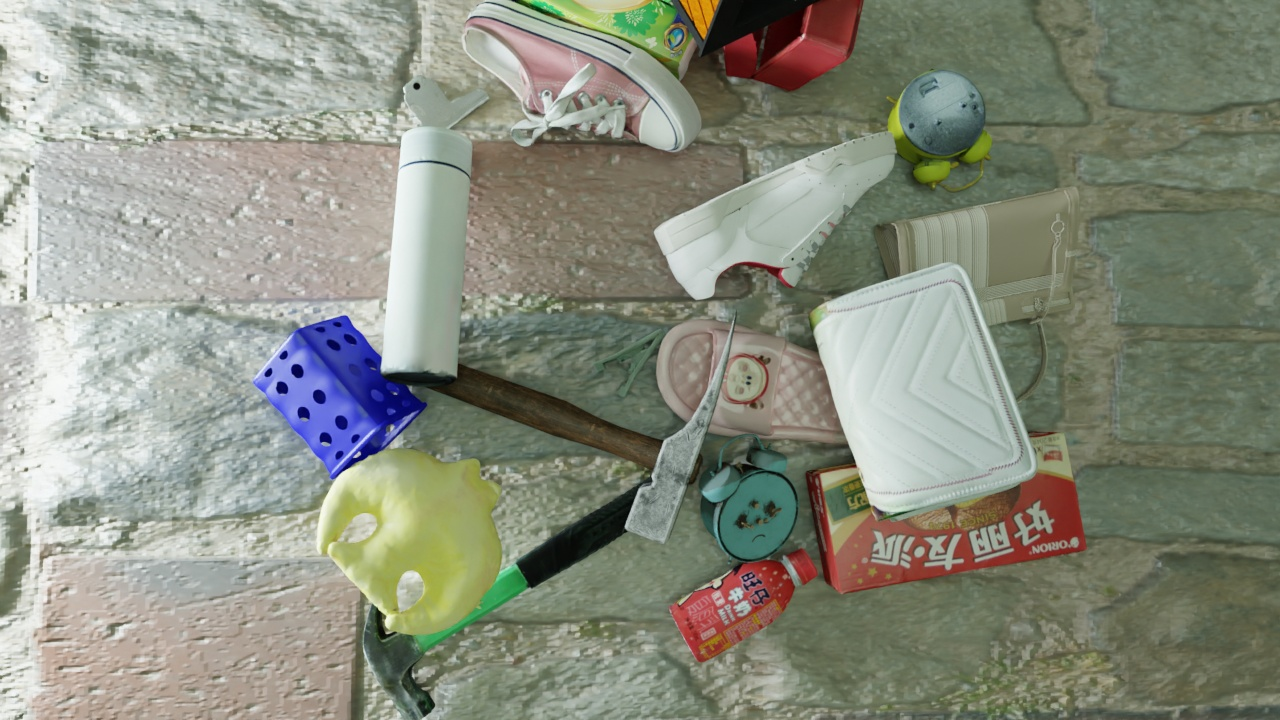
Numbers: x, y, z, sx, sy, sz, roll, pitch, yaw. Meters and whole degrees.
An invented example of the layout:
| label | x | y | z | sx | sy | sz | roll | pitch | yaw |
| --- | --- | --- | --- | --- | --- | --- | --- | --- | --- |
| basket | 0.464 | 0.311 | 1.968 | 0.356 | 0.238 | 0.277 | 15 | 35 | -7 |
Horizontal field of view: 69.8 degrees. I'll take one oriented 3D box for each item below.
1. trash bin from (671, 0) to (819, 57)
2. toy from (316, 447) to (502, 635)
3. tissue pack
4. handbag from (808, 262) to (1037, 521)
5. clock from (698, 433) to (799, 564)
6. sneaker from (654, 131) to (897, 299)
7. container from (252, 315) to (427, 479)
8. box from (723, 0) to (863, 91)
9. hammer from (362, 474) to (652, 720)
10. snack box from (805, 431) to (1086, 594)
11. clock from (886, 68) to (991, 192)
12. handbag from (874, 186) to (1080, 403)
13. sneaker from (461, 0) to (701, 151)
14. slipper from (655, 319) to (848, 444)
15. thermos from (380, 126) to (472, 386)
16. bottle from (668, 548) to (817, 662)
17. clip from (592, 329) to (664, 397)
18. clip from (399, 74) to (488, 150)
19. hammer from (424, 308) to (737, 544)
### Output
| label | x | y | z | sx | sy | sz | roll | pitch | yaw |
| --- | --- | --- | --- | --- | --- | --- | --- | --- | --- |
| trash bin | 0.075 | -0.365 | 0.698 | 0.139 | 0.140 | 0.172 | -29 | 84 | -12 |
| toy | -0.191 | 0.151 | 0.810 | 0.154 | 0.065 | 0.170 | -42 | 94 | -27 |
| tissue pack | -0.028 | -0.348 | 0.826 | 0.197 | 0.141 | 0.120 | 18 | 87 | -2 |
| handbag | 0.242 | 0.031 | 0.802 | 0.142 | 0.096 | 0.198 | -17 | 77 | 12 |
| clock | 0.096 | 0.124 | 0.840 | 0.090 | 0.053 | 0.124 | -20 | 110 | -23 |
| sneaker | 0.139 | -0.126 | 0.857 | 0.236 | 0.090 | 0.104 | -25 | 98 | -4 |
| container | -0.270 | 0.030 | 0.824 | 0.085 | 0.085 | 0.113 | -42 | 88 | 22 |
| box | 0.144 | -0.343 | 0.842 | 0.127 | 0.137 | 0.157 | 9 | 88 | 4 |
| hammer | -0.112 | 0.201 | 0.860 | 0.318 | 0.032 | 0.130 | -31 | 89 | -4 |
| snack box | 0.283 | 0.140 | 0.863 | 0.236 | 0.060 | 0.113 | -9 | 88 | -2 |
| clock | 0.287 | -0.218 | 0.877 | 0.083 | 0.057 | 0.119 | -29 | 89 | -4 |
| handbag | 0.335 | -0.052 | 0.884 | 0.175 | 0.062 | 0.198 | -12 | 97 | -3 |
| sneaker | -0.063 | -0.246 | 0.843 | 0.241 | 0.118 | 0.087 | 26 | 67 | 3 |
| slipper | 0.122 | 0.026 | 0.863 | 0.221 | 0.056 | 0.107 | 13 | 90 | -3 |
| thermos | -0.191 | -0.094 | 0.828 | 0.068 | 0.068 | 0.229 | 1 | 77 | -2 |
| bottle | 0.099 | 0.221 | 0.853 | 0.137 | 0.062 | 0.062 | -30 | 89 | -4 |
| clip | -0.006 | -0.004 | 0.876 | 0.076 | 0.023 | 0.061 | -42 | 91 | -1 |
| clip | -0.200 | -0.242 | 0.870 | 0.101 | 0.044 | 0.054 | -38 | 103 | -4 |
| hammer | -0.074 | 0.013 | 0.841 | 0.300 | 0.037 | 0.217 | 20 | 92 | 7 |
